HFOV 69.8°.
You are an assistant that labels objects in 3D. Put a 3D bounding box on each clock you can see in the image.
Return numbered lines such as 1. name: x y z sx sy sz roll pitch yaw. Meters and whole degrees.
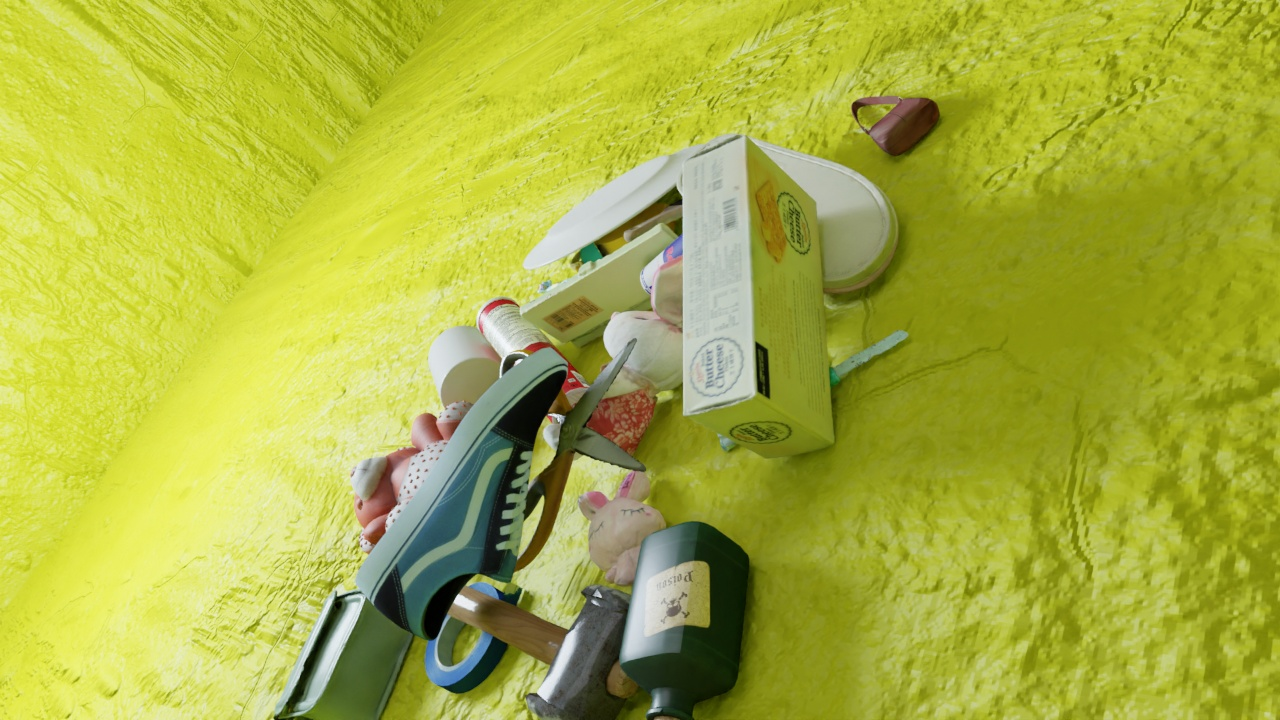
1. clock: -0.017 -0.131 0.979 0.130 0.044 0.098 -18 23 29

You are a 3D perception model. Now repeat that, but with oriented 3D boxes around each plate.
1. plate: -0.032 -0.177 1.015 0.243 0.016 0.242 -30 18 11

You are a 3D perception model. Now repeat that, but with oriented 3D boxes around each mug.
1. mug: -0.174 0.008 1.019 0.111 0.079 0.097 -22 29 -10

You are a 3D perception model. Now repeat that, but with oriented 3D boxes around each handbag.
1. handbag: -0.276 0.278 0.844 0.106 0.067 0.121 -20 41 42
2. handbag: 0.213 -0.215 0.809 0.055 0.029 0.119 -42 25 8

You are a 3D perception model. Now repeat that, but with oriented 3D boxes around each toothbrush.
1. toothbrush: -0.086 -0.086 1.033 0.022 0.016 0.155 -45 17 -16

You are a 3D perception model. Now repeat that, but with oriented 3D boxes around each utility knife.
1. utility knife: 0.122 0.022 0.665 0.162 0.015 0.022 -32 47 27

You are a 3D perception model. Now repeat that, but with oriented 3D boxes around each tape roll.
1. tape roll: -0.144 0.232 0.772 0.093 0.016 0.091 -21 40 39

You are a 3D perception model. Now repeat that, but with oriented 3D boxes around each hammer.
1. hammer: -0.112 0.200 0.713 0.329 0.052 0.097 2 56 49

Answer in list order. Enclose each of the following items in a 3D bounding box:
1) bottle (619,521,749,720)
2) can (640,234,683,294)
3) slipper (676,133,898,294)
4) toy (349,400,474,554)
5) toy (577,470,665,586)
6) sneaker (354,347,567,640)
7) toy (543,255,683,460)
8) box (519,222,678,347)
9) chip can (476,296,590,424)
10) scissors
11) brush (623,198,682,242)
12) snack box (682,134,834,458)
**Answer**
1. bottle: 0.026 0.173 0.571 0.061 0.061 0.131 -26 37 37
2. can: 0.036 -0.089 0.808 0.095 0.032 0.032 -37 29 49
3. slipper: 0.122 -0.126 0.789 0.114 0.054 0.274 -44 40 1
4. toy: -0.236 0.126 0.939 0.173 0.093 0.163 -22 41 41
5. toy: -0.014 0.125 0.696 0.063 0.047 0.110 -36 28 6
6. sneaker: -0.111 0.109 0.706 0.098 0.083 0.241 36 91 16
7. toy: -0.005 0.005 0.780 0.194 0.084 0.159 -55 -8 -1
8. box: -0.014 -0.072 0.907 0.189 0.127 0.066 -27 81 30
9. chip can: -0.105 0.001 0.916 0.052 0.052 0.214 -48 39 2
10. scissors: -0.071 0.069 0.740 0.225 0.016 0.230 27 98 50
11. brush: 0.040 -0.149 0.906 0.150 0.012 0.039 -32 22 -32
12. snack box: 0.082 -0.044 0.651 0.058 0.104 0.207 -18 58 35
